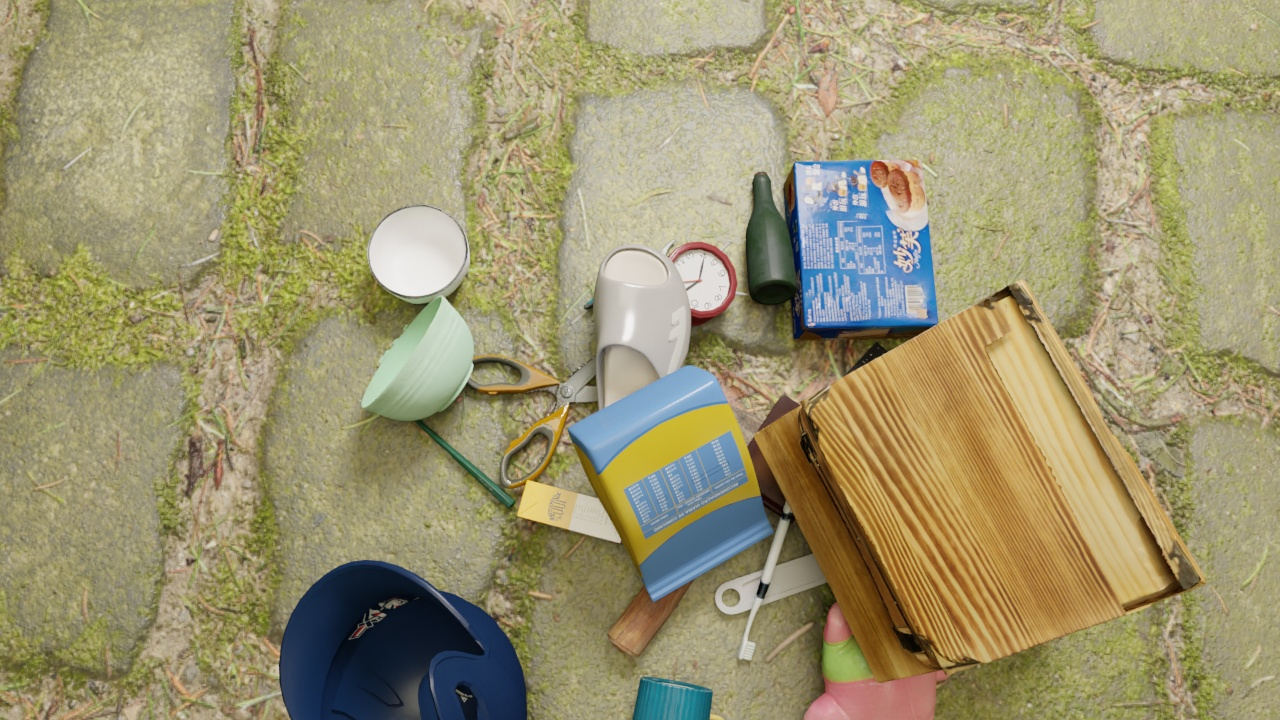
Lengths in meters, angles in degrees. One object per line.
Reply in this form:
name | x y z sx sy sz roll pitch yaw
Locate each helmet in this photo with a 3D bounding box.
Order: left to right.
helmet | -0.230 0.320 0.896 0.233 0.222 0.272 -36 89 16

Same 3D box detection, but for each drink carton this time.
drink carton | -0.069 0.170 1.016 0.122 0.058 0.040 14 77 3

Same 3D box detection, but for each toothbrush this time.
toothbrush | -0.219 0.107 1.051 0.190 0.016 0.017 39 77 8
toothbrush | 0.139 0.240 1.000 0.017 0.012 0.187 16 95 -12

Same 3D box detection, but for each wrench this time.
wrench | 0.217 0.238 1.025 0.273 0.018 0.086 -19 79 -3

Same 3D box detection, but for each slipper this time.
slipper | -0.006 0.006 1.008 0.113 0.080 0.266 3 97 10

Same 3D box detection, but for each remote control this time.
remote control | 0.242 0.037 1.075 0.030 0.009 0.140 44 80 9

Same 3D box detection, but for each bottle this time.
bottle | 0.150 -0.152 1.090 0.055 0.055 0.173 -1 62 -1

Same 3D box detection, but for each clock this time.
clock | 0.053 -0.085 1.069 0.137 0.048 0.096 -18 86 -18

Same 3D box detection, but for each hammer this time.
hammer | 0.058 0.192 1.023 0.158 0.037 0.300 34 79 7

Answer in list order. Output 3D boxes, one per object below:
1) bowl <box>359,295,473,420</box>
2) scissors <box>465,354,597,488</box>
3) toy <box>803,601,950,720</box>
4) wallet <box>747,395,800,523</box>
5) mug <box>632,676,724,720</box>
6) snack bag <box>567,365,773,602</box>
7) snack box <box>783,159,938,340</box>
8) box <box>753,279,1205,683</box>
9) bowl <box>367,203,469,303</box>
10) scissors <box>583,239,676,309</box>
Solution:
bowl | -0.237 0.009 1.020 0.077 0.151 0.150 37 78 -21
scissors | -0.111 0.037 1.068 0.216 0.016 0.225 40 75 9
toy | 0.263 0.351 0.964 0.191 0.097 0.236 -17 88 -18
wallet | 0.160 0.107 1.016 0.091 0.018 0.115 34 81 6
mug | 0.042 0.395 0.962 0.113 0.083 0.107 17 72 -26
snack bag | 0.038 0.131 0.958 0.159 0.102 0.205 -27 105 -12
snack box | 0.256 -0.129 1.083 0.155 0.069 0.202 -2 77 -1
box | 0.305 0.113 0.844 0.283 0.325 0.279 -18 77 -33
bowl | -0.255 -0.118 1.078 0.116 0.066 0.116 0 77 -1
scissors | -0.002 -0.081 1.096 0.124 0.019 0.153 10 75 0
